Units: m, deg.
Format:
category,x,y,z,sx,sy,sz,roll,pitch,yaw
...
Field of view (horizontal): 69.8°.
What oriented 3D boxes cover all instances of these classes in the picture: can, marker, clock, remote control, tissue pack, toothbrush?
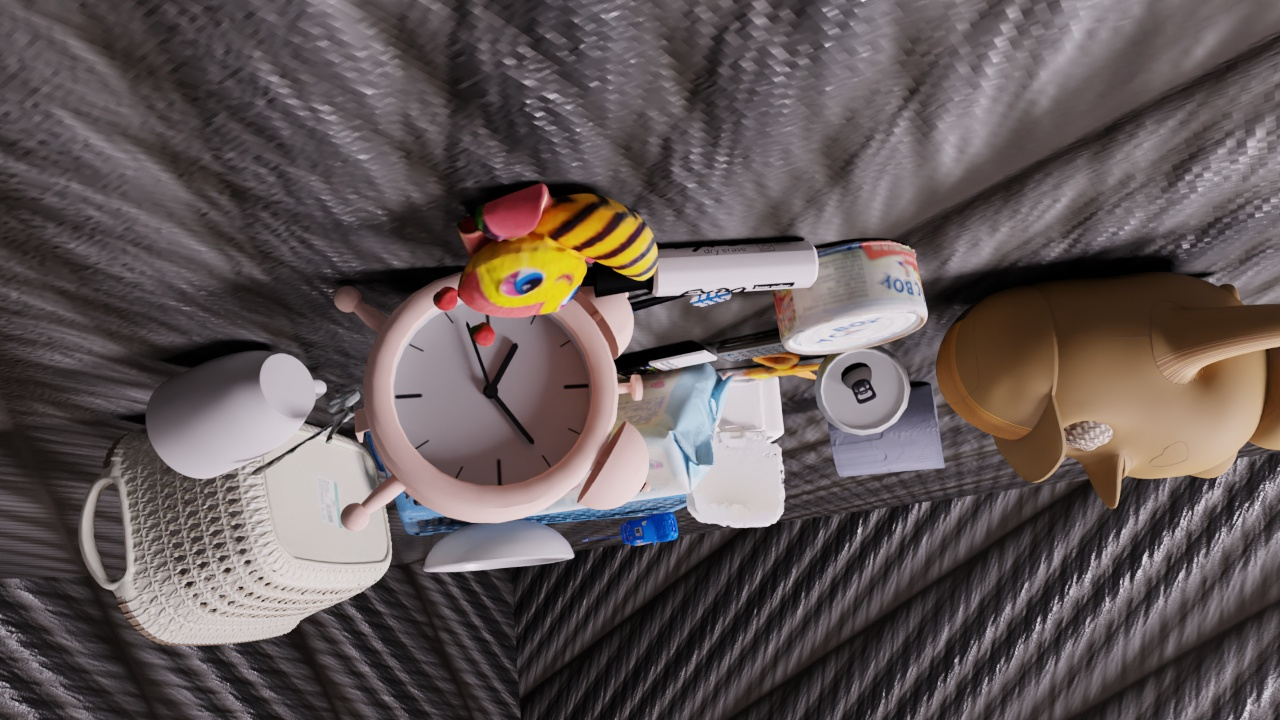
category,x,y,z,sx,sy,sz,roll,pitch,yaw
can,0.160,0.019,0.669,0.064,0.064,0.127,-9,179,11
marker,0.031,-0.048,0.488,0.126,0.025,0.025,-4,166,-7
clock,-0.079,0.022,0.503,0.160,0.131,0.086,-5,166,-7
remote control,0.124,-0.017,0.666,0.137,0.013,0.033,-13,164,25
tissue pack,-0.018,0.061,0.720,0.182,0.070,0.111,-10,-155,21
toothbrush,-0.021,-0.027,0.572,0.168,0.014,0.014,-14,152,27
remote control,-0.004,0.004,0.703,0.124,0.011,0.028,-12,164,23
can,0.121,-0.035,0.538,0.086,0.043,0.086,-7,165,-2

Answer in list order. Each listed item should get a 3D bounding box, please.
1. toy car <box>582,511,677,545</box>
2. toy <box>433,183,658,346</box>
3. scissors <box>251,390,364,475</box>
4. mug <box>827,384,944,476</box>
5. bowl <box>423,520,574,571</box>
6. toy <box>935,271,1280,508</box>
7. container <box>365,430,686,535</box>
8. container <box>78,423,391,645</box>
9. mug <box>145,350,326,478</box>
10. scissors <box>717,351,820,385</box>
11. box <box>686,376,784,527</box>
category,x,y,z,sx,sy,sz,roll,pitch,yaw
toy car,-0.011,0.189,1.007,0.061,0.033,0.092,-2,167,-42
toy,-0.044,-0.047,0.425,0.103,0.046,0.084,-19,141,11
scissors,-0.206,0.035,0.639,0.141,0.014,0.174,-32,-165,-21
mug,0.253,0.068,0.945,0.104,0.084,0.123,-10,-168,18
bowl,-0.142,0.184,0.921,0.149,0.043,0.150,-5,166,-1
toy,0.301,0.015,0.604,0.203,0.162,0.199,6,157,-3
container,-0.096,0.122,0.973,0.362,0.089,0.258,-3,166,-13
container,-0.327,0.140,0.792,0.143,0.184,0.246,-18,164,9
mug,-0.249,0.028,0.605,0.090,0.071,0.107,-20,178,25
scissors,0.114,0.008,0.764,0.128,0.011,0.125,-14,162,34
box,0.076,0.087,0.812,0.108,0.136,0.126,-5,167,-14
